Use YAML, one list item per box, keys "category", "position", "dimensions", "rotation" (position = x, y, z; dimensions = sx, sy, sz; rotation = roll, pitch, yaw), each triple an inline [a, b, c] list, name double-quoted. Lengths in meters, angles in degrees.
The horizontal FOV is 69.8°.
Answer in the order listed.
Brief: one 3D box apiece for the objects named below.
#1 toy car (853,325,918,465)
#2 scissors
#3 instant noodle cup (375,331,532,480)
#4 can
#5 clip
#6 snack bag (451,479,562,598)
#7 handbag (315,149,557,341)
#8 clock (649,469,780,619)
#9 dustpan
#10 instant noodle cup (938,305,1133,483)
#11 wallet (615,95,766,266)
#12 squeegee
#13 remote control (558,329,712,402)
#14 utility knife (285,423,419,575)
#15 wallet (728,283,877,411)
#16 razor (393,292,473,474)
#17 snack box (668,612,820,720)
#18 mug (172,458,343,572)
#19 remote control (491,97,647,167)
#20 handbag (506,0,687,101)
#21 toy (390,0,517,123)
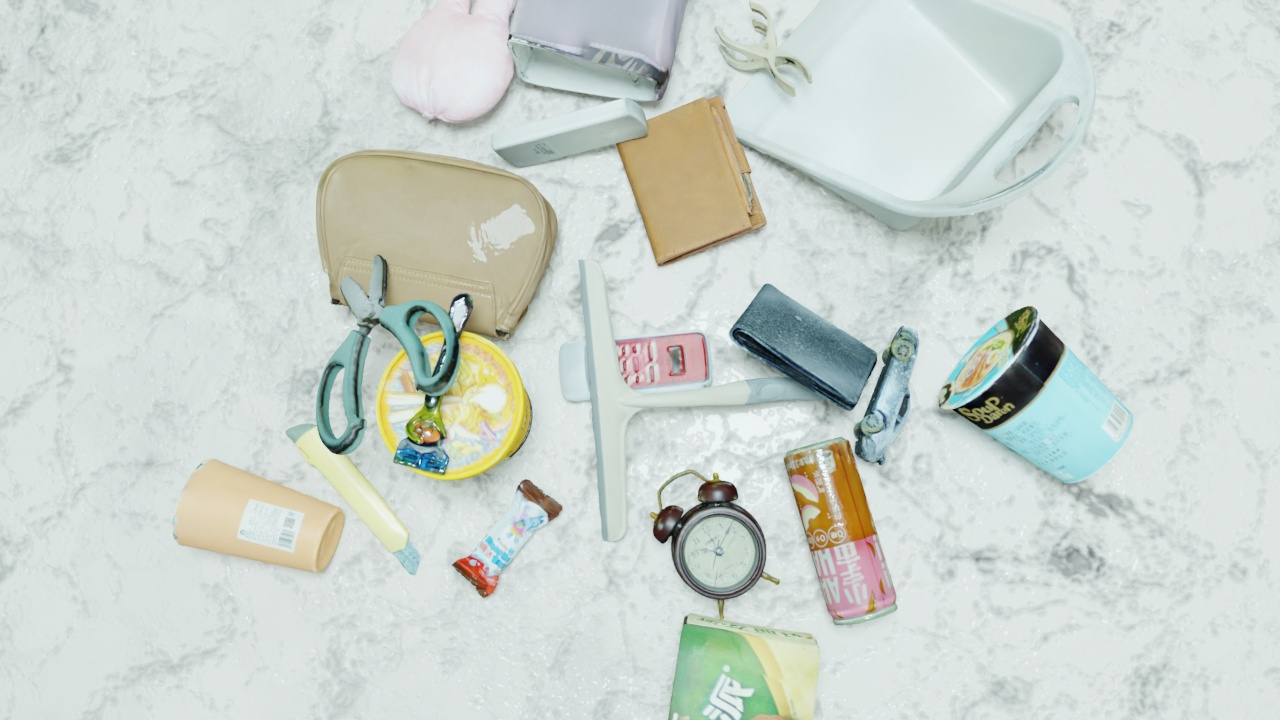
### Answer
- category: "toy car"
  position: [0.212, 0.030, 0.780]
  dimensions: [0.037, 0.054, 0.120]
  rotation: [18, 83, 9]
- category: "scissors"
  position: [-0.218, 0.000, 0.727]
  dimensions: [0.177, 0.019, 0.174]
  rotation: [-51, 56, 5]
- category: "instant noodle cup"
  position: [-0.147, 0.043, 0.774]
  dimensions: [0.118, 0.114, 0.118]
  rotation: [-1, 81, 4]
- category: "can"
  position: [0.166, 0.141, 0.766]
  dimensions: [0.058, 0.058, 0.147]
  rotation: [-16, 81, 2]
- category: "clip"
  position: [0.121, -0.288, 0.830]
  dimensions: [0.104, 0.035, 0.089]
  rotation: [28, 77, 24]
- category: "snack bag"
  position: [-0.116, 0.155, 0.801]
  dimensions: [0.045, 0.026, 0.105]
  rotation: [39, 84, 12]
- category: "handbag"
  position: [-0.179, -0.104, 0.810]
  dimensions: [0.204, 0.099, 0.148]
  rotation: [12, 91, 6]
- category: "clock"
  position: [0.059, 0.149, 0.773]
  dimensions: [0.082, 0.055, 0.122]
  rotation: [-32, 84, 0]
- category: "dustpan"
  position: [0.231, -0.229, 0.773]
  dimensions: [0.258, 0.142, 0.222]
  rotation: [41, 86, 7]
- category: "instant noodle cup"
  position: [0.328, 0.035, 0.752]
  dimensions: [0.120, 0.111, 0.111]
  rotation: [40, 86, -1]
- category: "wallet"
  position: [0.044, -0.164, 0.827]
  dimensions: [0.108, 0.031, 0.131]
  rotation: [-21, 81, 12]
- category: "squeegee"
  position: [0.079, 0.028, 0.784]
  dimensions: [0.246, 0.039, 0.246]
  rotation: [-5, 96, -4]
- category: "remote control"
  position: [-0.005, 0.005, 0.817]
  dimensions: [0.136, 0.020, 0.056]
  rotation: [-5, 83, 3]
- category: "utility knife"
  position: [-0.254, 0.121, 0.821]
  dimensions: [0.031, 0.019, 0.175]
  rotation: [-42, 80, 2]
- category: "wallet"
  position: [0.141, -0.014, 0.779]
  dimensions: [0.121, 0.097, 0.019]
  rotation: [33, 127, 7]
- category: "razor"
  position: [-0.154, 0.015, 0.709]
  dimensions: [0.043, 0.022, 0.142]
  rotation: [14, 83, 4]
- category: "snack box"
  position: [0.073, 0.336, 0.742]
  dimensions: [0.114, 0.063, 0.240]
  rotation: [8, 83, 6]
- category: "mug"
  position: [-0.327, 0.139, 0.797]
  dimensions: [0.123, 0.078, 0.078]
  rotation: [16, 83, 2]
- category: "remote control"
  position: [-0.062, -0.202, 0.818]
  dimensions: [0.135, 0.056, 0.019]
  rotation: [-11, 81, 17]
- category: "handbag"
  position: [-0.024, -0.343, 0.828]
  dimensions: [0.145, 0.098, 0.197]
  rotation: [13, 82, 8]
- category: "toy"
  position: [-0.166, -0.296, 0.852]
  dimensions: [0.121, 0.054, 0.159]
  rotation: [18, 85, 17]
